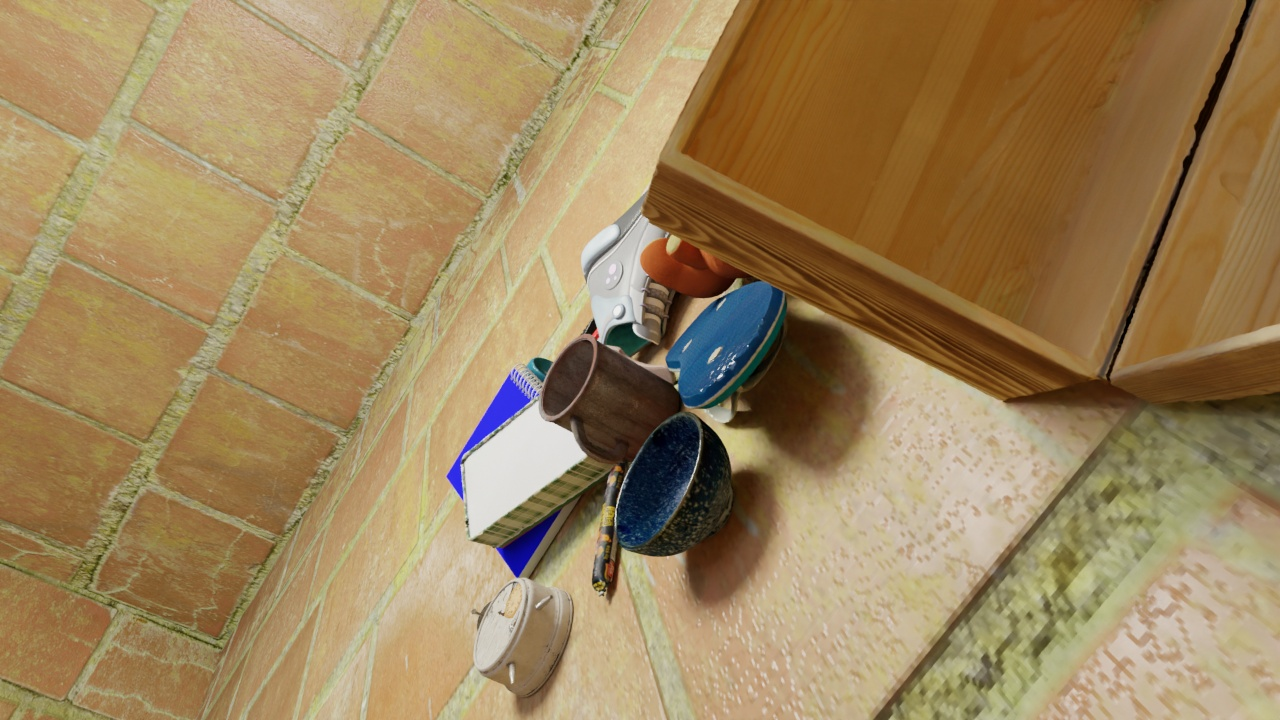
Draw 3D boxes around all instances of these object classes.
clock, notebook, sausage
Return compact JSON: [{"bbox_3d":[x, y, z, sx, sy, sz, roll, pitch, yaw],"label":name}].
[{"bbox_3d":[-0.126,0.256,0.878,0.157,0.061,0.103,-11,51,62],"label":"clock"},{"bbox_3d":[-0.136,0.119,1.049,0.172,0.022,0.209,-58,42,7],"label":"notebook"},{"bbox_3d":[-0.028,0.151,0.850,0.020,0.020,0.155,-44,25,38],"label":"sausage"}]

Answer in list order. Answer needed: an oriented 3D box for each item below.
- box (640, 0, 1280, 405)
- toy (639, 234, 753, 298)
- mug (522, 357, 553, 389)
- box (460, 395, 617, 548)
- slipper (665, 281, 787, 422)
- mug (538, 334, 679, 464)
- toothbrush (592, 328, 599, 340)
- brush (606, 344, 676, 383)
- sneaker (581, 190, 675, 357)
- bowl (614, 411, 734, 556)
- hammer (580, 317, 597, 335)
[{"bbox_3d":[0.202,-0.155,0.371,0.278,0.286,0.337,-64,3,-11],"label":"box"},{"bbox_3d":[0.085,-0.109,0.818,0.176,0.112,0.096,-6,96,47],"label":"toy"},{"bbox_3d":[-0.141,0.060,1.157,0.121,0.078,0.078,-56,19,19],"label":"mug"},{"bbox_3d":[-0.111,0.107,0.977,0.206,0.051,0.117,-38,46,28],"label":"box"},{"bbox_3d":[0.078,-0.008,0.766,0.118,0.060,0.295,-54,7,1],"label":"slipper"},{"bbox_3d":[-0.029,0.049,0.859,0.097,0.110,0.122,-43,32,38],"label":"mug"},{"bbox_3d":[0.005,-0.104,1.127,0.212,0.018,0.012,-55,23,-5],"label":"toothbrush"},{"bbox_3d":[-0.006,0.006,0.956,0.015,0.050,0.136,-40,28,-28],"label":"brush"},{"bbox_3d":[0.035,-0.106,0.986,0.257,0.093,0.160,-36,44,36],"label":"sneaker"},{"bbox_3d":[0.035,0.102,0.704,0.115,0.060,0.114,-49,24,31],"label":"bowl"},{"bbox_3d":[-0.039,0.016,1.080,0.095,0.015,0.325,-59,20,1],"label":"hammer"}]
